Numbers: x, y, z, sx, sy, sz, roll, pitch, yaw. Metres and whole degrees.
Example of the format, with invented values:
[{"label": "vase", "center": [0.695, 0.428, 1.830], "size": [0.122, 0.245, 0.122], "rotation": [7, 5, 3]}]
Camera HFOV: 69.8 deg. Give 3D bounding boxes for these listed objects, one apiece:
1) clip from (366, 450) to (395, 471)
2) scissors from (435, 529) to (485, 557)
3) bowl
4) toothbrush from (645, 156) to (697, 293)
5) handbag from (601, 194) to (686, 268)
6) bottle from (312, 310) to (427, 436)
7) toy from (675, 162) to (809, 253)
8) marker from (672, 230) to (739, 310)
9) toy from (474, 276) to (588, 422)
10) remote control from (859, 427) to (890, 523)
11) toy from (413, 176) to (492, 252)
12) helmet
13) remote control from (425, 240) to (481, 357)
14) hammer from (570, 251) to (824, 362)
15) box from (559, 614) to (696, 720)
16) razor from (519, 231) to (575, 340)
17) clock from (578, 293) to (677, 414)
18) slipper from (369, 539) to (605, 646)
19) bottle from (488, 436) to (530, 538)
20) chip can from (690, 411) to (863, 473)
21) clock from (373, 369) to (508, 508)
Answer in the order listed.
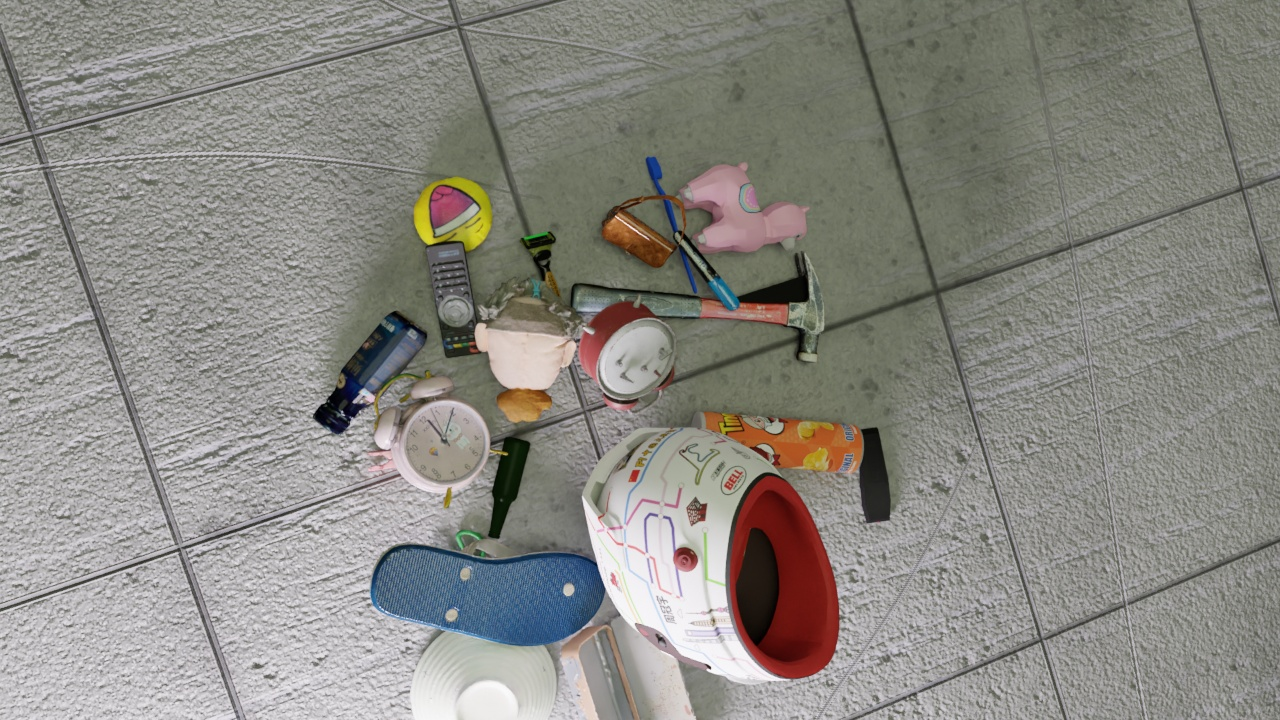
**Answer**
[{"label": "clip", "center": [-0.298, 0.124, 1.101], "size": [0.059, 0.023, 0.039], "rotation": [-10, 87, -12]}, {"label": "scissors", "center": [-0.212, 0.274, 1.118], "size": [0.078, 0.013, 0.132], "rotation": [-21, 95, -14]}, {"label": "bowl", "center": [-0.184, 0.404, 1.092], "size": [0.177, 0.071, 0.177], "rotation": [0, 92, -12]}, {"label": "toothbrush", "center": [0.042, -0.171, 1.147], "size": [0.011, 0.017, 0.186], "rotation": [-16, 79, -17]}, {"label": "handbag", "center": [0.012, -0.153, 1.068], "size": [0.093, 0.196, 0.043], "rotation": [34, 78, -11]}, {"label": "bottle", "center": [-0.319, 0.016, 1.079], "size": [0.056, 0.056, 0.160], "rotation": [39, 84, -8]}, {"label": "toy", "center": [0.131, -0.188, 1.156], "size": [0.157, 0.067, 0.123], "rotation": [-15, 91, -14]}, {"label": "marker", "center": [0.082, -0.111, 1.133], "size": [0.018, 0.015, 0.123], "rotation": [-41, 99, -10]}, {"label": "toy", "center": [-0.134, -0.011, 1.100], "size": [0.133, 0.076, 0.176], "rotation": [9, 99, 0]}, {"label": "remote control", "center": [0.308, 0.152, 1.213], "size": [0.039, 0.010, 0.124], "rotation": [-6, 90, -10]}, {"label": "toy", "center": [-0.225, -0.174, 1.104], "size": [0.095, 0.041, 0.094], "rotation": [-31, 92, -2]}, {"label": "helmet", "center": [0.069, 0.223, 1.060], "size": [0.230, 0.237, 0.314], "rotation": [-48, 120, -38]}, {"label": "remote control", "center": [-0.223, -0.073, 1.099], "size": [0.045, 0.021, 0.140], "rotation": [-7, 110, -4]}, {"label": "hammer", "center": [0.075, -0.076, 1.159], "size": [0.326, 0.036, 0.140], "rotation": [3, 91, -10]}, {"label": "box", "center": [-0.003, 0.424, 1.119], "size": [0.120, 0.095, 0.217], "rotation": [-21, 94, -51]}, {"label": "razor", "center": [-0.108, -0.086, 1.134], "size": [0.044, 0.021, 0.144], "rotation": [-19, 93, -32]}, {"label": "clock", "center": [-0.007, 0.006, 1.108], "size": [0.109, 0.062, 0.157], "rotation": [-31, 132, -15]}, {"label": "slipper", "center": [-0.180, 0.272, 1.089], "size": [0.294, 0.060, 0.118], "rotation": [15, 82, -29]}, {"label": "bottle", "center": [-0.164, 0.156, 1.118], "size": [0.033, 0.033, 0.123], "rotation": [14, 88, -10]}, {"label": "chip can", "center": [0.172, 0.104, 1.162], "size": [0.210, 0.062, 0.062], "rotation": [6, 89, -10]}, {"label": "clock", "center": [-0.244, 0.084, 1.081], "size": [0.116, 0.059, 0.158], "rotation": [-43, 99, -19]}]
